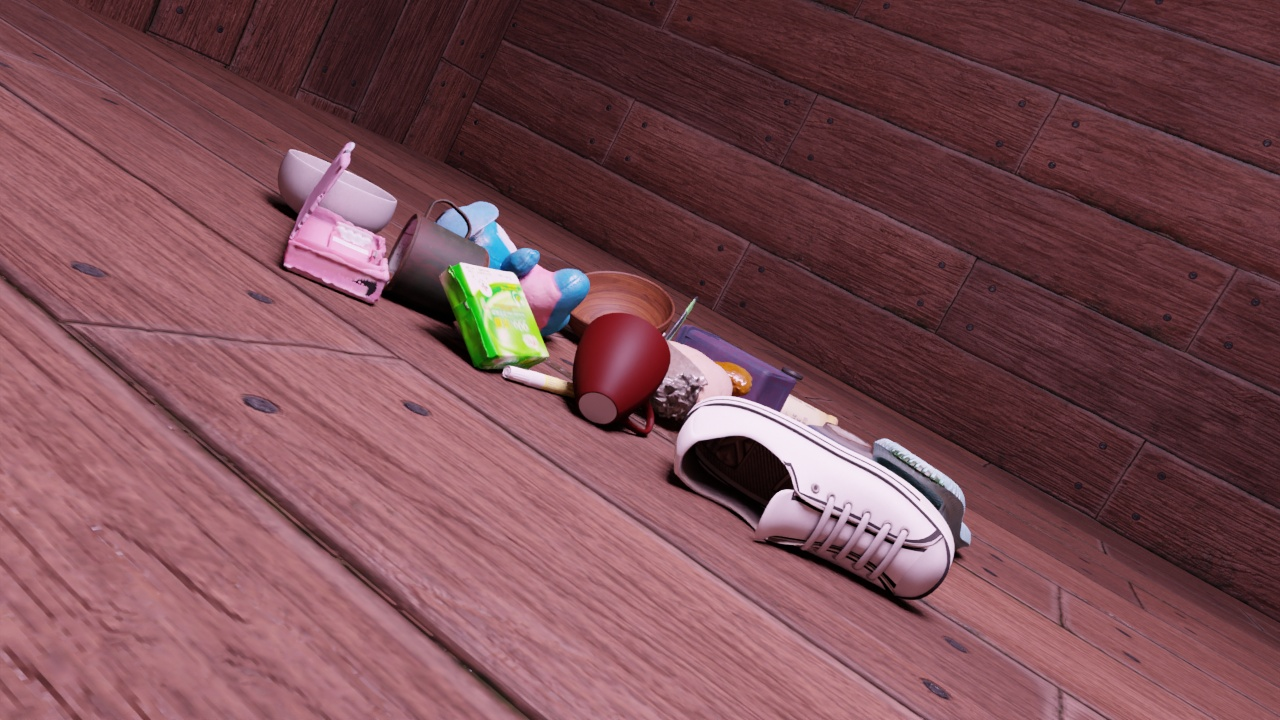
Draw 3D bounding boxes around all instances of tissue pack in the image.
[{"bbox_3d":[-0.134,-0.040,0.841,0.099,0.034,0.113,66,20,9],"label":"tissue pack"}]

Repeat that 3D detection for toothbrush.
[{"bbox_3d":[0.035,-0.031,1.180,0.017,0.014,0.187,18,44,17],"label":"toothbrush"}]

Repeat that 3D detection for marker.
[{"bbox_3d":[-0.074,0.025,0.854,0.132,0.014,0.014,19,12,-46],"label":"marker"}]

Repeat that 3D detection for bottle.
[{"bbox_3d":[0.192,0.069,1.282,0.162,0.056,0.056,28,8,3],"label":"bottle"}]

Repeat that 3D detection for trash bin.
[{"bbox_3d":[0.113,0.024,1.196,0.092,0.094,0.161,18,10,-47],"label":"trash bin"}]

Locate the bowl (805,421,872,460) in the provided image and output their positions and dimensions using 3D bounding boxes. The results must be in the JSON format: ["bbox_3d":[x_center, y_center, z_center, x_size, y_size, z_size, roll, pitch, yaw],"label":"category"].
[{"bbox_3d":[0.252,0.119,1.170,0.150,0.057,0.150,27,9,-5],"label":"bowl"}]

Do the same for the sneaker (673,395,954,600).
[{"bbox_3d":[0.132,0.117,0.738,0.245,0.091,0.097,33,28,9],"label":"sneaker"}]

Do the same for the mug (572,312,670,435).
[{"bbox_3d":[-0.019,0.027,0.839,0.114,0.087,0.088,60,32,-25],"label":"mug"}]

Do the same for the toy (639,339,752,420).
[{"bbox_3d":[0.049,0.023,0.990,0.175,0.076,0.132,3,30,-38],"label":"toy"}]

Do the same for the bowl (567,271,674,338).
[{"bbox_3d":[-0.033,-0.050,1.199,0.147,0.069,0.147,7,35,-5],"label":"bowl"}]

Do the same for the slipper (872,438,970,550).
[{"bbox_3d":[0.302,0.164,1.004,0.116,0.069,0.276,42,-2,35],"label":"slipper"}]

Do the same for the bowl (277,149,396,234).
[{"bbox_3d":[-0.357,-0.185,1.064,0.132,0.064,0.131,27,8,-4],"label":"bowl"}]

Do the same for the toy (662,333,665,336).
[{"bbox_3d":[-0.015,-0.029,1.269,0.102,0.050,0.065,0,26,10],"label":"toy"}]

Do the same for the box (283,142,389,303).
[{"bbox_3d":[-0.280,-0.146,0.897,0.099,0.115,0.232,25,9,-21],"label":"box"}]

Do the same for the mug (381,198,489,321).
[{"bbox_3d":[-0.197,-0.102,0.908,0.081,0.111,0.085,25,-11,-25],"label":"mug"}]

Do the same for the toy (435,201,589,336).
[{"bbox_3d":[-0.161,-0.094,1.048,0.191,0.098,0.224,29,-19,-5],"label":"toy"}]
